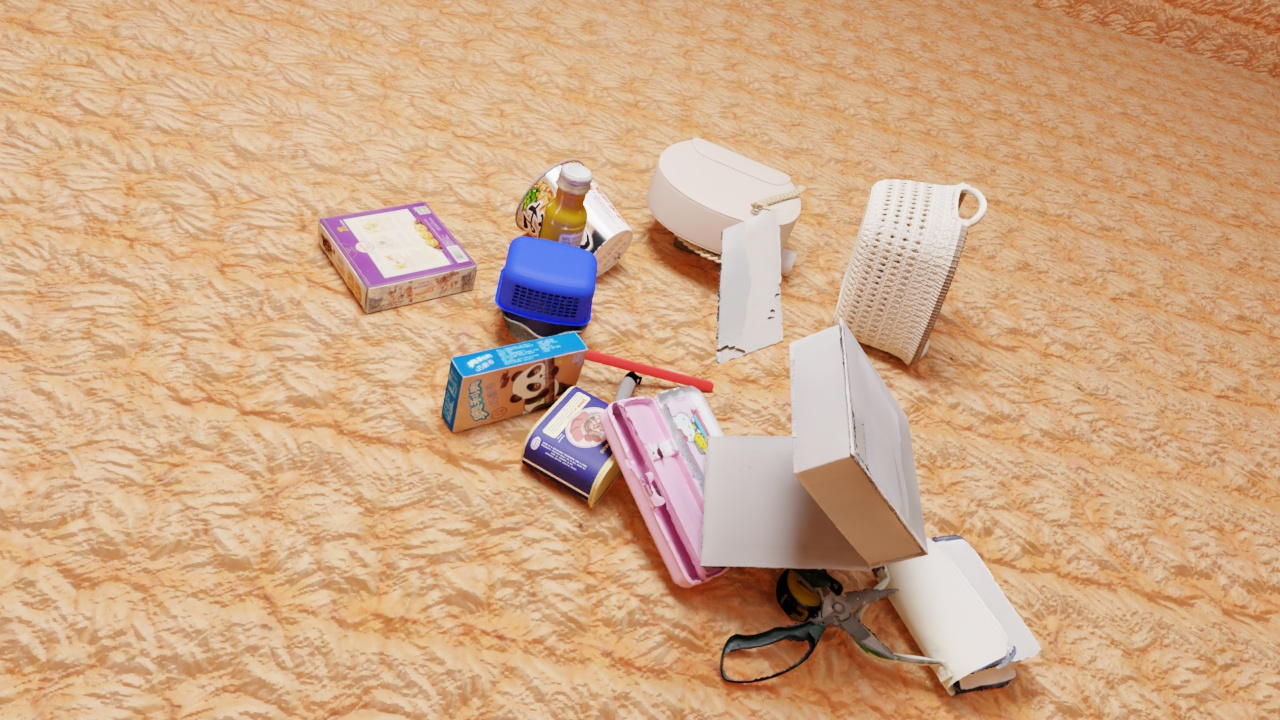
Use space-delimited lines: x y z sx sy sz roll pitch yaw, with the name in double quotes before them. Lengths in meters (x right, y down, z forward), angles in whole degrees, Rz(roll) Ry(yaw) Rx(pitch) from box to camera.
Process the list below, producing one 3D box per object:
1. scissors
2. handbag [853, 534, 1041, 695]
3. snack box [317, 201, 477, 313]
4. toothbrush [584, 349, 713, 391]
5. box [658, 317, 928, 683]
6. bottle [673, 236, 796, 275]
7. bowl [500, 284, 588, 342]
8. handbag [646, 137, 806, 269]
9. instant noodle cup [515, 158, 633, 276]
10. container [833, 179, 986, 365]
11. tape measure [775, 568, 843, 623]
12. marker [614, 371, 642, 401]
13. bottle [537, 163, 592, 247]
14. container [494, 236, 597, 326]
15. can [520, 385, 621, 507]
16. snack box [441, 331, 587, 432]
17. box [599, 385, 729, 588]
"scissors" 0.145 0.242 0.886 0.202 0.015 0.202 39 60 22
"handbag" 0.292 0.256 0.920 0.175 0.074 0.151 -4 46 -24
"snack box" -0.302 -0.132 1.139 0.147 0.041 0.143 -18 53 -35
"toothbrush" -0.006 0.006 1.096 0.212 0.012 0.018 15 14 -23
"box" 0.117 0.160 0.940 0.173 0.424 0.167 28 42 -19
"bottle" 0.144 -0.173 1.353 0.174 0.046 0.083 23 41 4
"bowl" -0.120 -0.049 1.108 0.110 0.055 0.110 11 42 -10
"handbag" 0.120 -0.234 1.295 0.210 0.104 0.208 23 37 2
"instant noodle cup" -0.082 -0.183 1.231 0.122 0.124 0.123 46 46 14
"container" 0.357 -0.125 1.246 0.143 0.247 0.184 16 43 8
"tape measure" 0.169 0.234 0.926 0.061 0.034 0.061 30 42 13
"marker" -0.013 0.033 1.049 0.022 0.016 0.138 6 13 3
"bottle" -0.098 -0.154 1.130 0.053 0.187 0.053 11 42 -10
"container" -0.107 -0.097 1.076 0.114 0.058 0.096 12 42 -9
"can" -0.061 0.088 0.981 0.092 0.057 0.116 28 41 11
"snack box" -0.136 0.022 0.998 0.151 0.087 0.034 -14 51 -33
"box" 0.050 0.126 0.955 0.152 0.038 0.201 -8 67 -50
